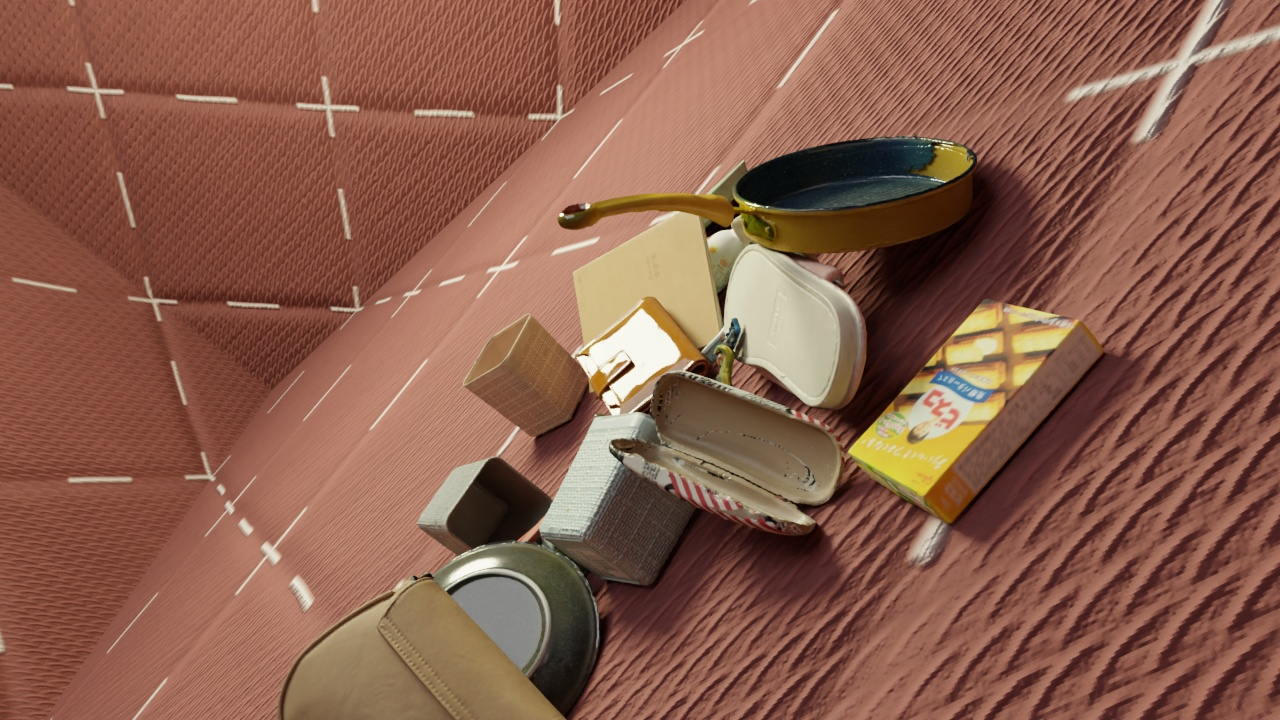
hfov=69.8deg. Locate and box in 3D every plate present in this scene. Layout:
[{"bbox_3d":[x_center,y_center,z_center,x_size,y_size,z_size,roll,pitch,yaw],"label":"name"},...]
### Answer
[{"bbox_3d":[-0.121,0.218,0.718,0.179,0.024,0.179,-10,50,11],"label":"plate"},{"bbox_3d":[0.047,-0.152,1.106,0.230,0.027,0.230,-44,5,5],"label":"plate"}]

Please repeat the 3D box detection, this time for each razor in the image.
[{"bbox_3d":[0.075,0.033,0.752,0.043,0.022,0.142,103,166,-53],"label":"razor"}]

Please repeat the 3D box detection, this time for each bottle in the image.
[{"bbox_3d":[0.072,-0.103,0.994,0.109,0.063,0.063,-39,23,19],"label":"bottle"}]

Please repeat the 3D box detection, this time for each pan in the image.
[{"bbox_3d":[0.104,-0.132,0.738,0.356,0.078,0.198,-21,26,-19],"label":"pan"}]

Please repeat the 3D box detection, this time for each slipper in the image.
[{"bbox_3d":[0.125,-0.030,0.734,0.274,0.054,0.114,-130,47,-73],"label":"slipper"}]

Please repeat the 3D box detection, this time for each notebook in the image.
[{"bbox_3d":[0.002,-0.062,0.998,0.212,0.012,0.149,-23,72,45],"label":"notebook"}]

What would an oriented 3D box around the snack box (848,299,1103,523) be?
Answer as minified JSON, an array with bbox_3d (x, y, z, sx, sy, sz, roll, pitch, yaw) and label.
[{"bbox_3d":[0.203,0.027,0.566,0.140,0.033,0.087,-49,21,-2],"label":"snack box"}]

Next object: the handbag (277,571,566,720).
[{"bbox_3d":[-0.142,0.255,0.629,0.204,0.100,0.147,39,82,25],"label":"handbag"}]

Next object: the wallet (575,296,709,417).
[{"bbox_3d":[-0.005,0.005,0.919,0.119,0.035,0.130,-36,40,0],"label":"wallet"}]

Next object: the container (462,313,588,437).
[{"bbox_3d":[-0.130,0.022,1.085,0.090,0.111,0.090,-28,28,40],"label":"container"}]

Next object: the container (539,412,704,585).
[{"bbox_3d":[-0.014,0.114,0.743,0.090,0.090,0.111,-11,44,57],"label":"container"}]

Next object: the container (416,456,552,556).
[{"bbox_3d":[-0.164,0.159,0.944,0.114,0.090,0.090,-16,36,58],"label":"container"}]

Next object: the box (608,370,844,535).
[{"bbox_3d":[0.058,0.061,0.647,0.162,0.075,0.085,19,92,36],"label":"box"}]

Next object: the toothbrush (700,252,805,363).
[{"bbox_3d":[0.133,-0.087,0.902,0.224,0.027,0.026,-49,-2,-6],"label":"toothbrush"}]

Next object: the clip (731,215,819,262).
[{"bbox_3d":[0.130,-0.096,0.856,0.098,0.099,0.035,-26,2,-40],"label":"clip"}]

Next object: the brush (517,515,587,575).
[{"bbox_3d":[-0.096,0.184,0.804,0.145,0.063,0.069,-48,35,-7],"label":"brush"}]
